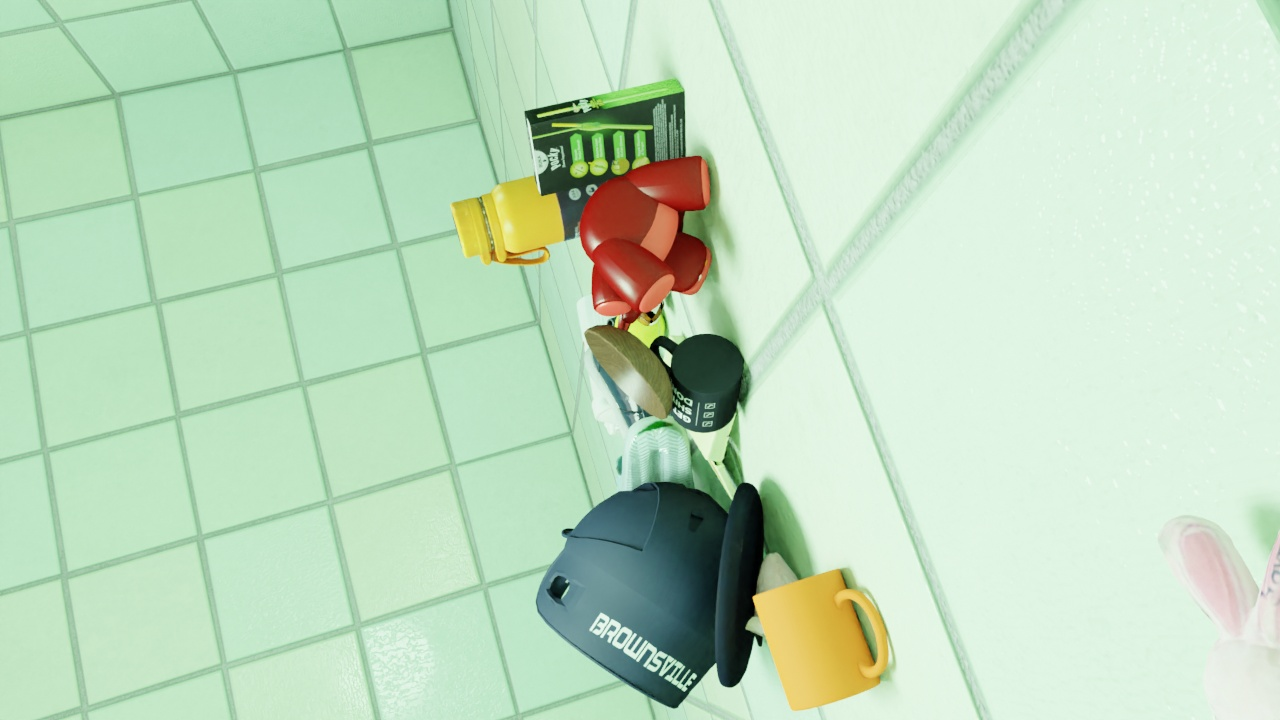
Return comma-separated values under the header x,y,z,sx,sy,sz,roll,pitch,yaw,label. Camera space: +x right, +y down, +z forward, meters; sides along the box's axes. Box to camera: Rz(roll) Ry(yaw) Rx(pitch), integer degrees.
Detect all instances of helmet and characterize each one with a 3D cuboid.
x,y,z,sx,sy,sz,roll,pitch,yaw,label
0.016,0.252,1.093,0.232,0.223,0.273,36,170,-13,helmet

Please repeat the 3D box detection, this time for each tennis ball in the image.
x,y,z,sx,sy,sz,roll,pitch,yaw,label
-0.001,-0.044,1.197,0.065,0.065,0.065,164,91,-80,tennis ball

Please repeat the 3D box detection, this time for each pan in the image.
x,y,z,sx,sy,sz,roll,pitch,yaw,label
0.117,0.260,0.978,0.357,0.021,0.198,69,-151,-58,pan

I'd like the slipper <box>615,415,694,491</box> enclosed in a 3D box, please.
x,y,z,sx,sy,sz,roll,pitch,yaw,label
0.018,0.138,1.169,0.246,0.104,0.074,91,171,-52,slipper

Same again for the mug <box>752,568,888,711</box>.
x,y,z,sx,sy,sz,roll,pitch,yaw,label
0.155,0.225,0.753,0.113,0.077,0.096,-38,64,49,mug

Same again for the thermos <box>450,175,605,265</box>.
x,y,z,sx,sy,sz,roll,pitch,yaw,label
-0.081,-0.159,0.987,0.076,0.232,0.091,-173,68,-79,thermos

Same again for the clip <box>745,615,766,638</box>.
x,y,z,sx,sy,sz,roll,pitch,yaw,label
0.152,0.239,0.831,0.054,0.102,0.040,-58,-19,-35,clip

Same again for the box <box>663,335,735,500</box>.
x,y,z,sx,sy,sz,roll,pitch,yaw,label
0.067,0.066,1.068,0.187,0.047,0.141,-119,15,-56,box

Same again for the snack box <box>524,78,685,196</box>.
x,y,z,sx,sy,sz,roll,pitch,yaw,label
-0.031,-0.213,0.876,0.080,0.147,0.025,86,166,-48,snack box

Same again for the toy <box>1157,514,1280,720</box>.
x,y,z,sx,sy,sz,roll,pitch,yaw,label
0.213,0.103,0.302,0.064,0.047,0.110,141,117,-70,toy

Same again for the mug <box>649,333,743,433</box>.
x,y,z,sx,sy,sz,roll,pitch,yaw,label
0.052,0.015,0.927,0.105,0.071,0.078,35,153,21,mug

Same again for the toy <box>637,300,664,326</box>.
x,y,z,sx,sy,sz,roll,pitch,yaw,label
-0.004,-0.099,1.145,0.113,0.067,0.087,35,156,55,toy

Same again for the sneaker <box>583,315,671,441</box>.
x,y,z,sx,sy,sz,roll,pitch,yaw,label
0.008,0.052,1.256,0.088,0.089,0.235,-40,78,45,sneaker

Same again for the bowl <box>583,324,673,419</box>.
x,y,z,sx,sy,sz,roll,pitch,yaw,label
-0.005,0.005,0.900,0.118,0.030,0.118,45,167,13,bowl

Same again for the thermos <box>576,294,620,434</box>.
x,y,z,sx,sy,sz,roll,pitch,yaw,label
-0.042,0.004,1.442,0.099,0.099,0.220,102,156,-69,thermos

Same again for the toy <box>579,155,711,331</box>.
x,y,z,sx,sy,sz,roll,pitch,yaw,label
0.008,-0.106,0.901,0.197,0.120,0.158,74,-145,-76,toy

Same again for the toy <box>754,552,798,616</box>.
x,y,z,sx,sy,sz,roll,pitch,yaw,label
0.140,0.250,0.894,0.095,0.052,0.099,-107,9,-57,toy
